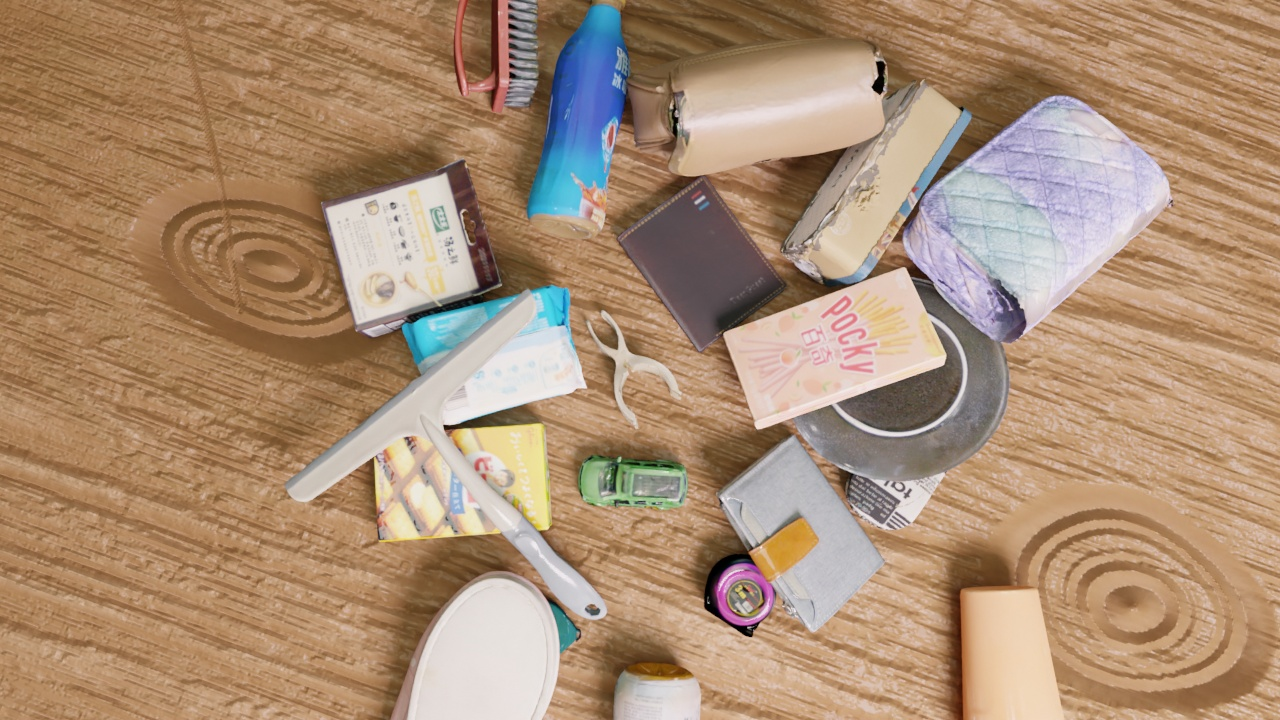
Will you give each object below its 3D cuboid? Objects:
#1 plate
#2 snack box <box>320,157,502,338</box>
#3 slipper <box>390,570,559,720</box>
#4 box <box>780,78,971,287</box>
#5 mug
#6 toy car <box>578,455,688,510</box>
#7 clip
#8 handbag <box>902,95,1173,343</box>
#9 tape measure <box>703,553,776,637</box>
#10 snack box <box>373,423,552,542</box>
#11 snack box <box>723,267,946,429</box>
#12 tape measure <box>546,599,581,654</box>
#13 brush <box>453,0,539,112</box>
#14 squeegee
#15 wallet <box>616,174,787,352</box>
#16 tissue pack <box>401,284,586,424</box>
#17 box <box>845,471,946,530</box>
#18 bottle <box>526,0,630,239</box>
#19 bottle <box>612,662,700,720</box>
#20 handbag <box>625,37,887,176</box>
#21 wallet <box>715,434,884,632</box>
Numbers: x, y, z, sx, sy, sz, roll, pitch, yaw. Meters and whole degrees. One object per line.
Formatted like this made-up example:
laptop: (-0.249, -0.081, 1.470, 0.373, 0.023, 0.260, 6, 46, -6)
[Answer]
plate: (0.205, 0.010, 0.744, 0.179, 0.024, 0.179, -5, 69, 13)
snack box: (-0.186, -0.092, 0.760, 0.125, 0.053, 0.113, -16, 84, -4)
slipper: (-0.142, 0.293, 0.719, 0.114, 0.054, 0.274, 21, 92, 4)
box: (0.194, -0.149, 0.756, 0.059, 0.090, 0.184, 37, 86, -9)
mug: (0.291, 0.243, 0.728, 0.078, 0.078, 0.122, -1, 79, -2)
toy car: (-0.006, 0.100, 0.754, 0.091, 0.036, 0.043, 2, 85, 3)
clip: (0.002, 0.003, 0.766, 0.092, 0.035, 0.103, -11, 76, 1)
handbag: (0.319, -0.118, 0.747, 0.193, 0.076, 0.134, -37, 72, -15)
tape measure: (0.081, 0.186, 0.745, 0.057, 0.039, 0.058, 31, 89, 2)
snack box: (-0.145, 0.099, 0.752, 0.140, 0.034, 0.087, -3, 85, -4)
snack box: (0.153, -0.010, 0.736, 0.157, 0.026, 0.084, -20, 65, 6)
tape measure: (-0.084, 0.222, 0.744, 0.058, 0.025, 0.054, -39, 87, -6)
brush: (-0.123, -0.291, 0.778, 0.069, 0.063, 0.145, 1, 82, -15)
squeegee: (-0.106, 0.117, 0.710, 0.246, 0.039, 0.246, -38, 101, 5)
wallet: (0.052, -0.083, 0.783, 0.096, 0.020, 0.122, -36, 88, -5)
tissue pack: (-0.117, -0.004, 0.747, 0.140, 0.063, 0.090, -15, 88, -1)
box: (0.230, 0.063, 0.753, 0.071, 0.057, 0.164, 29, 83, 27)
bottle: (-0.045, -0.214, 0.770, 0.065, 0.065, 0.218, 10, 84, 0)
bottle: (0.009, 0.336, 0.711, 0.068, 0.068, 0.189, 4, 84, -1)
handbag: (0.095, -0.203, 0.735, 0.204, 0.147, 0.100, -11, 109, -1)
wallet: (0.128, 0.136, 0.733, 0.106, 0.037, 0.129, -32, 85, -36)
